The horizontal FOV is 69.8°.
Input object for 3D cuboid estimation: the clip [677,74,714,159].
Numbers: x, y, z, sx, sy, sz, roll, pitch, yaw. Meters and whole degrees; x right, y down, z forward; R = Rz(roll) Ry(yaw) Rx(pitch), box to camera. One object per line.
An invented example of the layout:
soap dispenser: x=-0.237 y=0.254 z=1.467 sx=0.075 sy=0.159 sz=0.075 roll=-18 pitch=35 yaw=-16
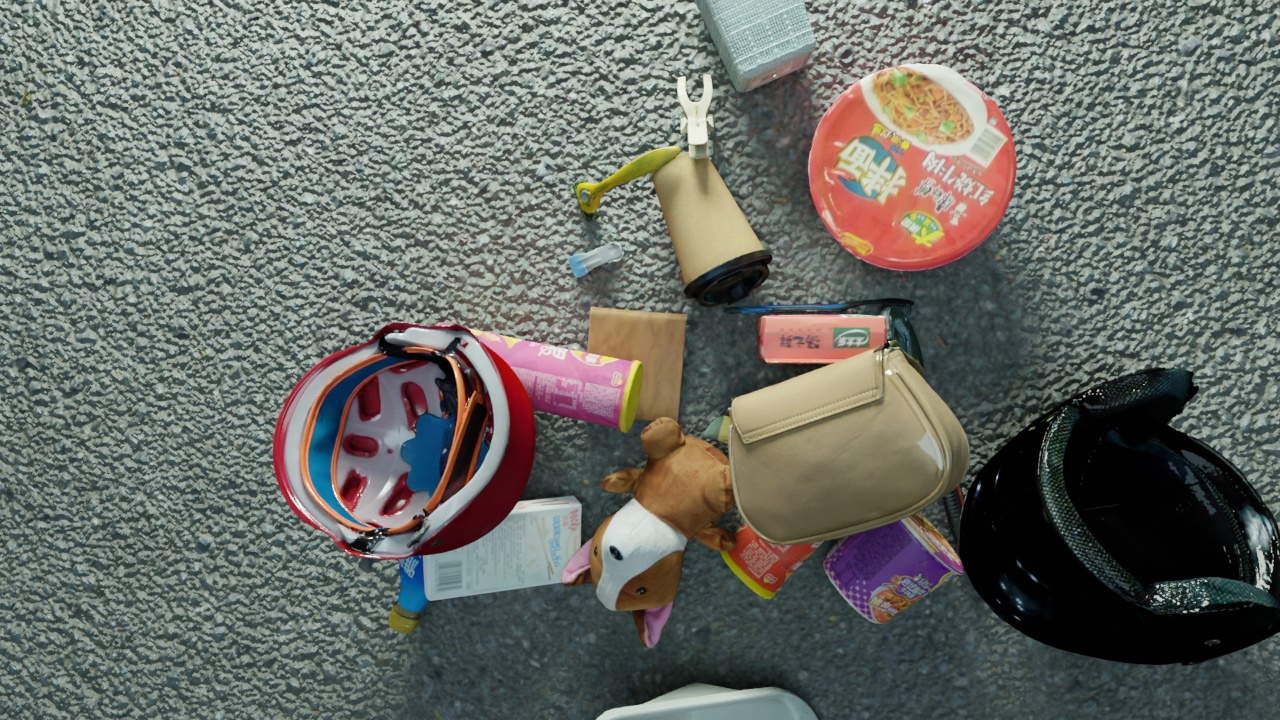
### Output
clip: x=0.053 y=-0.242 z=0.880 sx=0.035 sy=0.103 sz=0.092 roll=-1 pitch=113 yaw=5

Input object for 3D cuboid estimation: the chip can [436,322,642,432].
chip can: x=-0.107 y=0.015 z=0.914 sx=0.211 sy=0.071 sz=0.071 roll=12 pitch=93 yaw=9

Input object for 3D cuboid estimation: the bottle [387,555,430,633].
bottle: x=-0.202 y=0.177 z=0.939 sx=0.065 sy=0.065 sz=0.219 roll=25 pitch=94 yaw=3

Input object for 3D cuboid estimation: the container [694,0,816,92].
container: x=0.111 y=-0.328 z=0.882 sx=0.090 sy=0.090 sz=0.111 roll=-22 pitch=93 yaw=5

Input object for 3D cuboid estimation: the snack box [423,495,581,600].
snack box: x=-0.137 y=0.187 z=0.917 sx=0.156 sy=0.027 sz=0.085 roll=-4 pitch=106 yaw=-21

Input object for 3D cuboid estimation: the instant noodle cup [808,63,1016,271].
instant noodle cup: x=0.257 y=-0.182 z=0.889 sx=0.194 sy=0.066 sz=0.194 roll=0 pitch=93 yaw=5

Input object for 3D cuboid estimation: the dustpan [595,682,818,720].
dustpan: x=0.073 y=0.420 z=0.870 sx=0.143 sy=0.257 sz=0.222 roll=5 pitch=93 yaw=27

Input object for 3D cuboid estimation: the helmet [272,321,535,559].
helmet: x=-0.198 y=0.079 z=0.837 sx=0.240 sy=0.144 sz=0.206 roll=-2 pitch=74 yaw=26

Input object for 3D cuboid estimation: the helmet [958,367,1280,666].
helmet: x=0.429 y=0.151 z=0.815 sx=0.274 sy=0.231 sz=0.233 roll=14 pitch=57 yaw=-25

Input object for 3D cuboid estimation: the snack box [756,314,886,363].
snack box: x=0.171 y=-0.021 z=0.872 sx=0.113 sy=0.127 sz=0.044 roll=0 pitch=92 yaw=3

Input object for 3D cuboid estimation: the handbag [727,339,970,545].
handbag: x=0.176 y=0.077 z=0.807 sx=0.205 sy=0.099 sz=0.147 roll=-22 pitch=83 yaw=33

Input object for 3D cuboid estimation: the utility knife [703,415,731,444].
utility knife: x=0.163 y=0.087 z=0.932 sx=0.196 sy=0.020 sz=0.031 roll=13 pitch=98 yaw=5

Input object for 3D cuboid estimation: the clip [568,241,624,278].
clip: x=-0.044 y=-0.105 z=0.940 sx=0.058 sy=0.038 sz=0.026 roll=-22 pitch=89 yaw=6

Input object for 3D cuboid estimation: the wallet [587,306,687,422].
wallet: x=-0.006 y=0.005 z=0.941 sx=0.101 sy=0.020 sz=0.115 roll=4 pitch=96 yaw=6

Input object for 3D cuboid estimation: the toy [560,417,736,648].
toy: x=0.014 y=0.166 z=0.893 sx=0.140 sy=0.130 sz=0.200 roll=38 pitch=99 yaw=24

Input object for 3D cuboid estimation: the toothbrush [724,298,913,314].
toothbrush: x=0.179 y=-0.051 z=0.927 sx=0.189 sy=0.014 sz=0.016 roll=-2 pitch=116 yaw=5

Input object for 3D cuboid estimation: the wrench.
wrench: x=0.290 y=0.075 z=0.911 sx=0.016 sy=0.056 sz=0.273 roll=-15 pitch=97 yaw=41

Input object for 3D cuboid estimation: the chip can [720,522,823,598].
chip can: x=0.173 y=0.133 z=0.899 sx=0.073 sy=0.073 sz=0.217 roll=41 pitch=100 yaw=1

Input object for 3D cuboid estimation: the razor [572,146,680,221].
razor: x=-0.015 y=-0.179 z=0.897 sx=0.133 sy=0.028 sz=0.043 roll=-19 pitch=88 yaw=40

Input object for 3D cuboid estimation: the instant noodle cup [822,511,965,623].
instant noodle cup: x=0.240 y=0.194 z=0.892 sx=0.111 sy=0.111 sz=0.099 roll=42 pitch=104 yaw=1

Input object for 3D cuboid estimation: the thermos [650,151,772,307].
thermos: x=0.066 y=-0.128 z=0.899 sx=0.093 sy=0.093 sz=0.143 roll=-24 pitch=82 yaw=5
